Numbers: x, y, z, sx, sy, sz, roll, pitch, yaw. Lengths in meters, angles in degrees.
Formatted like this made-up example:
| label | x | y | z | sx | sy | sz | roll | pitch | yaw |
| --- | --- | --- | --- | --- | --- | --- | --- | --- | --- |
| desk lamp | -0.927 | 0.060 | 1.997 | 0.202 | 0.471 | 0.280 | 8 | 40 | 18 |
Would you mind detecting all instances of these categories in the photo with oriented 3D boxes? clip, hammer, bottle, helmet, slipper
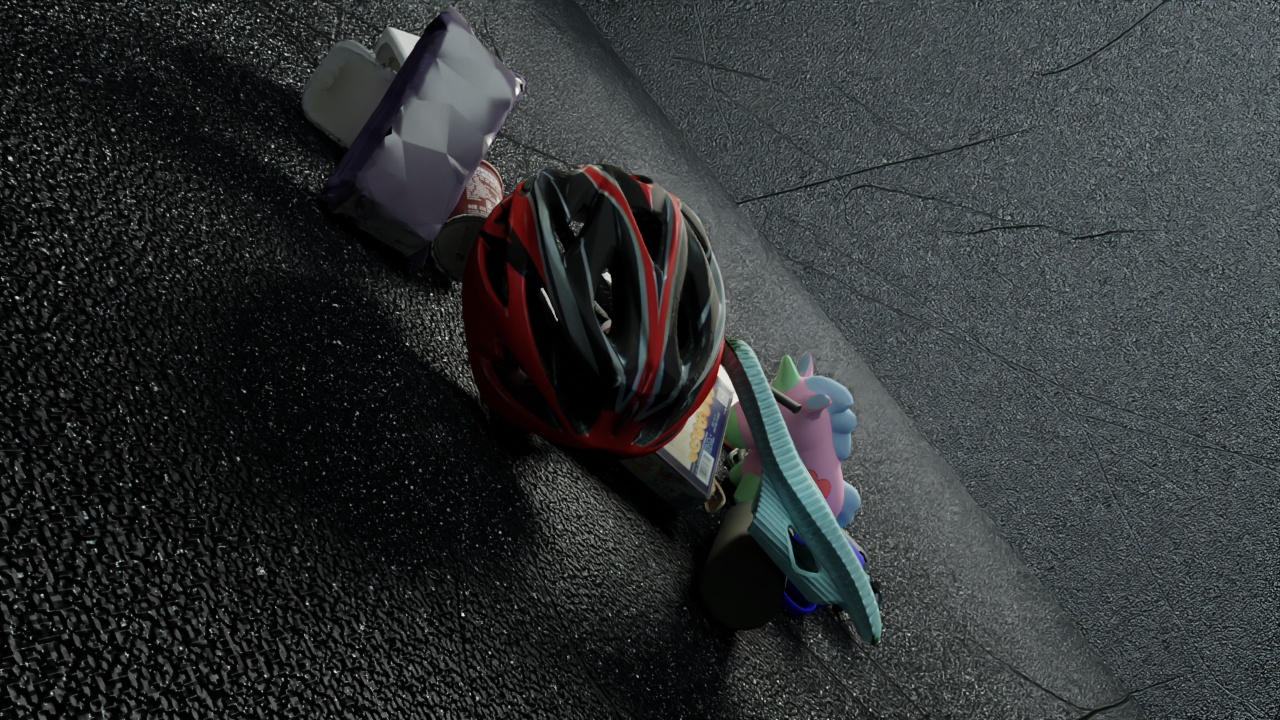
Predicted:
| label | x | y | z | sx | sy | sz | roll | pitch | yaw |
| --- | --- | --- | --- | --- | --- | --- | --- | --- | --- |
| clip | 0.130 | 0.105 | 1.097 | 0.023 | 0.047 | 0.076 | 58 | 41 | -5 |
| hammer | 0.032 | -0.032 | 0.967 | 0.325 | 0.015 | 0.094 | 35 | 29 | 29 |
| bottle | 0.103 | 0.172 | 0.846 | 0.071 | 0.071 | 0.206 | 50 | 17 | 1 |
| clip | 0.068 | 0.130 | 0.931 | 0.047 | 0.025 | 0.062 | 52 | 15 | 12 |
| helmet | -0.029 | -0.053 | 0.743 | 0.217 | 0.167 | 0.271 | 13 | 52 | -27 |
| slipper | 0.118 | 0.112 | 0.770 | 0.276 | 0.069 | 0.116 | 65 | 8 | 5 |

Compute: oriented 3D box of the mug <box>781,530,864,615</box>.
| label | x | y | z | sx | sy | sz | roll | pitch | yaw |
| --- | --- | --- | --- | --- | --- | --- | --- | --- | --- |
| mug | 0.165 | 0.207 | 0.937 | 0.083 | 0.079 | 0.111 | 48 | 45 | -6 |

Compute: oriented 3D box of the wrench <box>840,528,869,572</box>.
| label | x | y | z | sx | sy | sz | roll | pitch | yaw |
| --- | --- | --- | --- | --- | --- | --- | --- | --- | --- |
| wrench | 0.200 | 0.155 | 1.102 | 0.273 | 0.018 | 0.084 | 57 | -20 | -23 |

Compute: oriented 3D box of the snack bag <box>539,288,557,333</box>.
| label | x | y | z | sx | sy | sz | roll | pitch | yaw |
| --- | --- | --- | --- | --- | --- | --- | --- | --- | --- |
| snack bag | -0.098 | -0.075 | 0.938 | 0.155 | 0.018 | 0.074 | 61 | 13 | 19 |

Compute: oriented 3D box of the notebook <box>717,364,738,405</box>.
| label | x | y | z | sx | sy | sz | roll | pitch | yaw |
| --- | --- | --- | --- | --- | --- | --- | --- | --- | --- |
| notebook | 0.053 | -0.008 | 1.152 | 0.148 | 0.016 | 0.206 | 16 | 33 | -46 |

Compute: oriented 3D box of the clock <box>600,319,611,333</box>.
| label | x | y | z | sx | sy | sz | roll | pitch | yaw |
| --- | --- | --- | --- | --- | --- | --- | --- | --- | --- |
| clock | -0.006 | 0.005 | 0.971 | 0.096 | 0.048 | 0.137 | 43 | 19 | -19 |

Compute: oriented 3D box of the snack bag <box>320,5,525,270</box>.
| label | x | y | z | sx | sy | sz | roll | pitch | yaw |
| --- | --- | --- | --- | --- | --- | --- | --- | --- | --- |
| snack bag | -0.170 | -0.185 | 0.756 | 0.096 | 0.205 | 0.058 | 36 | -22 | -31 |

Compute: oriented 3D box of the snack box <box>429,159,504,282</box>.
| label | x | y | z | sx | sy | sz | roll | pitch | yaw |
| --- | --- | --- | --- | --- | --- | --- | --- | --- | --- |
| snack box | -0.158 | -0.130 | 0.840 | 0.072 | 0.072 | 0.121 | 38 | 21 | -33 |

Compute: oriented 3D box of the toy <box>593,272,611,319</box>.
| label | x | y | z | sx | sy | sz | roll | pitch | yaw |
| --- | --- | --- | --- | --- | --- | --- | --- | --- | --- |
| toy | -0.035 | -0.075 | 1.091 | 0.125 | 0.037 | 0.075 | 46 | 23 | 14 |

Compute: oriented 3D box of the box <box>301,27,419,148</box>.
| label | x | y | z | sx | sy | sz | roll | pitch | yaw |
| --- | --- | --- | --- | --- | --- | --- | --- | --- | --- |
| box | -0.244 | -0.236 | 0.814 | 0.130 | 0.110 | 0.103 | 6 | 43 | -39 |

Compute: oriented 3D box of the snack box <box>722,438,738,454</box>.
| label | x | y | z | sx | sy | sz | roll | pitch | yaw |
| --- | --- | --- | --- | --- | --- | --- | --- | --- | --- |
| snack box | 0.098 | 0.057 | 1.170 | 0.089 | 0.021 | 0.132 | 40 | 19 | -28 |

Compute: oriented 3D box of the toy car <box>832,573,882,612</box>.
| label | x | y | z | sx | sy | sz | roll | pitch | yaw |
| --- | --- | --- | --- | --- | --- | --- | --- | --- | --- |
| toy car | 0.219 | 0.244 | 1.011 | 0.108 | 0.060 | 0.027 | 47 | 28 | -8 |

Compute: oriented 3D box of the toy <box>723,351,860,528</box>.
| label | x | y | z | sx | sy | sz | roll | pitch | yaw |
| --- | --- | --- | --- | --- | --- | --- | --- | --- | --- |
| toy | 0.180 | 0.107 | 1.006 | 0.222 | 0.171 | 0.120 | 43 | 18 | -19 |

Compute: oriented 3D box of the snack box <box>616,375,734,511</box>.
| label | x | y | z | sx | sy | sz | roll | pitch | yaw |
| --- | --- | --- | --- | --- | --- | --- | --- | --- | --- |
| snack box | 0.018 | 0.043 | 0.870 | 0.145 | 0.043 | 0.144 | 42 | 42 | -22 |
